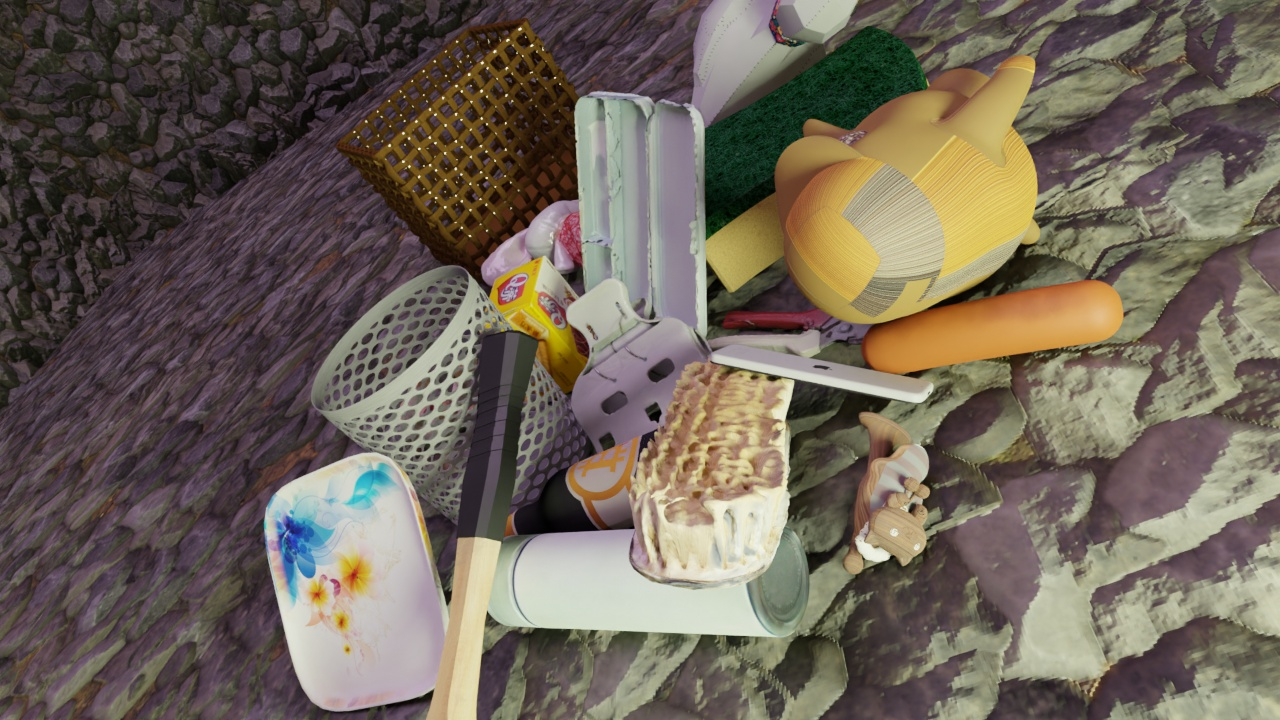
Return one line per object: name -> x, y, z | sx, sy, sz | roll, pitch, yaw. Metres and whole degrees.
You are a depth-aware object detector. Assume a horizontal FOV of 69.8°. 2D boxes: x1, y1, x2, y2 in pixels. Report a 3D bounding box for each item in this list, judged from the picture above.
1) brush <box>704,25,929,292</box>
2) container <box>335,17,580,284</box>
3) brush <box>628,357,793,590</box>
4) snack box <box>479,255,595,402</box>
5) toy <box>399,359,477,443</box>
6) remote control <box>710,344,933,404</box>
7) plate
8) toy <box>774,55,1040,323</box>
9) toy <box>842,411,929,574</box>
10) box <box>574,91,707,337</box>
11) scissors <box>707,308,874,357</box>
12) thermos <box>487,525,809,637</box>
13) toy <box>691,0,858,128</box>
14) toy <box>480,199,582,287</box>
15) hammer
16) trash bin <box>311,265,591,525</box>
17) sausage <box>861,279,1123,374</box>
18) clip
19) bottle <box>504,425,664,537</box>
brush -> 0.150, -0.191, 0.855 | 0.251, 0.075, 0.194 | -28, 33, 18
container -> -0.211, -0.273, 1.206 | 0.251, 0.214, 0.220 | -46, 32, -11
brush -> 0.051, 0.056, 0.564 | 0.083, 0.057, 0.270 | 2, 16, 12
snack box -> -0.091, -0.030, 0.869 | 0.061, 0.106, 0.083 | -24, 34, 23
toy -> -0.211, 0.049, 0.942 | 0.106, 0.074, 0.085 | -42, -8, 36
remote control -> 0.121, 0.008, 0.622 | 0.147, 0.008, 0.045 | 12, 15, 26
plate -> -0.222, 0.174, 0.717 | 0.187, 0.187, 0.016 | -22, -10, 32
toy -> 0.165, -0.101, 0.603 | 0.202, 0.162, 0.199 | -35, -20, -41
toy -> 0.148, 0.078, 0.546 | 0.055, 0.041, 0.101 | -32, 32, 57
box -> 0.006, -0.130, 0.822 | 0.061, 0.210, 0.193 | -20, 26, -36
scissors -> 0.135, -0.026, 0.718 | 0.188, 0.015, 0.146 | -24, 33, 20
thermos -> -0.006, 0.142, 0.597 | 0.231, 0.068, 0.067 | -10, 41, 38
toy -> 0.137, -0.338, 0.971 | 0.247, 0.141, 0.267 | -51, 14, 9
toy -> -0.076, -0.132, 1.013 | 0.194, 0.084, 0.158 | 14, 50, 45
hammer -> -0.111, 0.137, 0.620 | 0.131, 0.039, 0.327 | -11, 65, 40
trash bin -> -0.147, 0.041, 0.761 | 0.157, 0.183, 0.156 | -27, 33, 19
sausage -> 0.219, -0.019, 0.592 | 0.165, 0.044, 0.039 | -12, 75, 37
clip -> -0.005, 0.004, 0.771 | 0.125, 0.074, 0.143 | -34, 57, 13
bottle -> -0.042, 0.106, 0.687 | 0.182, 0.059, 0.059 | -25, 34, 23
